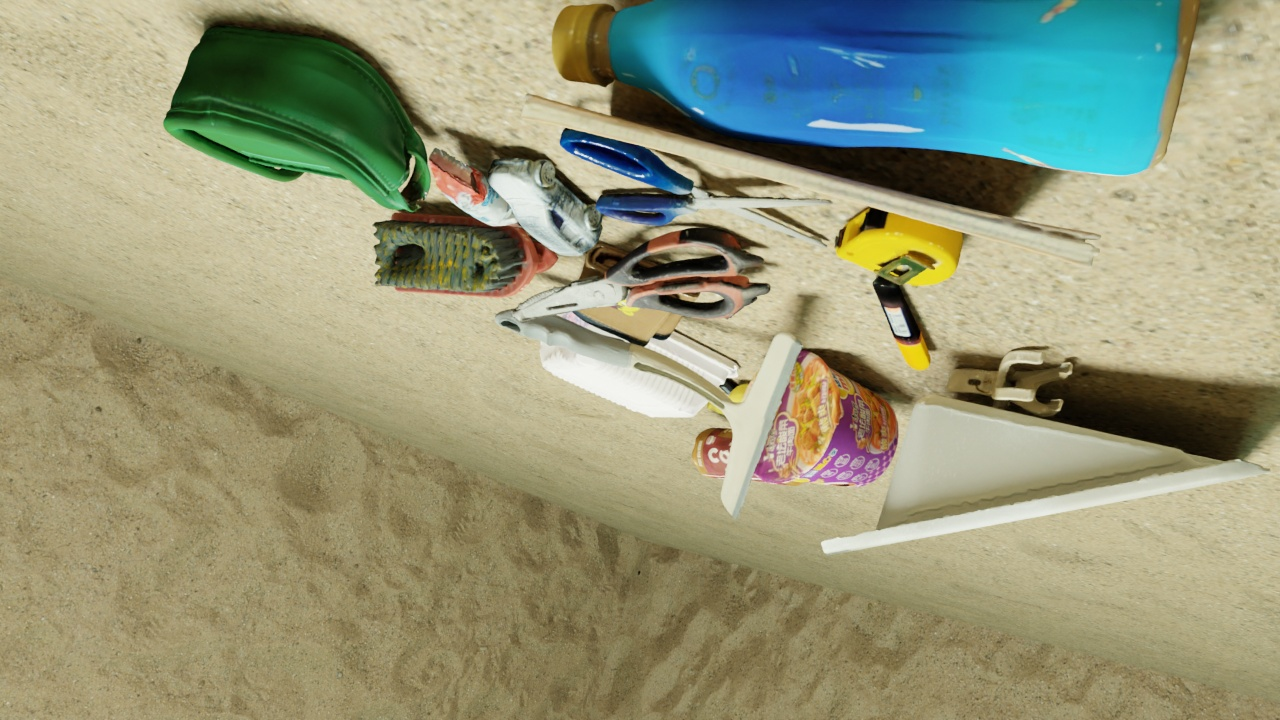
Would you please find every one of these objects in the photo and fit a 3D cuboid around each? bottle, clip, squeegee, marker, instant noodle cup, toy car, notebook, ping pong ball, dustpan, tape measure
[{"bbox_3d":[0.068,-0.108,0.324,0.219,0.065,0.065,12,164,24],"label":"bottle"},{"bbox_3d":[0.254,0.019,0.631,0.076,0.034,0.101,19,171,-8],"label":"clip"},{"bbox_3d":[0.132,0.102,0.977,0.057,0.057,0.175,28,161,-34],"label":"bottle"},{"bbox_3d":[-0.004,0.004,0.744,0.247,0.039,0.247,24,144,12],"label":"squeegee"},{"bbox_3d":[0.104,0.041,0.935,0.018,0.015,0.124,4,159,35],"label":"marker"},{"bbox_3d":[-0.013,0.003,0.854,0.173,0.060,0.138,27,163,-27],"label":"instant noodle cup"},{"bbox_3d":[-0.061,-0.098,0.587,0.043,0.034,0.090,11,163,36],"label":"toy car"},{"bbox_3d":[0.070,-0.082,0.399,0.211,0.012,0.149,16,-166,7],"label":"notebook"},{"bbox_3d":[0.174,-0.024,0.608,0.018,0.015,0.124,8,160,31],"label":"marker"},{"bbox_3d":[0.153,0.057,0.766,0.099,0.111,0.112,19,168,-33],"label":"instant noodle cup"},{"bbox_3d":[0.104,0.043,0.888,0.040,0.040,0.040,17,166,4],"label":"ping pong ball"},{"bbox_3d":[0.274,0.112,0.668,0.258,0.142,0.222,15,180,29],"label":"dustpan"},{"bbox_3d":[0.141,-0.059,0.490,0.060,0.028,0.057,21,165,-10],"label":"tape measure"}]

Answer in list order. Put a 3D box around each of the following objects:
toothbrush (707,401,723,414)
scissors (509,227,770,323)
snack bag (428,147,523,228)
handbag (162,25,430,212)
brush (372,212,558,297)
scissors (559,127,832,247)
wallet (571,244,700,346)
[{"bbox_3d":[0.160,0.082,1.012,0.190,0.016,0.016,21,164,-11],"label":"toothbrush"},{"bbox_3d":[-0.008,-0.042,0.655,0.177,0.015,0.211,23,149,-7],"label":"scissors"},{"bbox_3d":[-0.106,-0.107,0.600,0.045,0.026,0.105,30,180,9],"label":"snack bag"},{"bbox_3d":[-0.201,-0.136,0.546,0.131,0.068,0.120,13,166,23],"label":"handbag"},{"bbox_3d":[-0.134,-0.081,0.703,0.146,0.063,0.069,7,-167,33],"label":"brush"},{"bbox_3d":[0.027,-0.093,0.521,0.175,0.012,0.163,19,171,-28],"label":"scissors"},{"bbox_3d":[-0.007,-0.049,0.711,0.090,0.033,0.115,21,162,-5],"label":"wallet"}]
